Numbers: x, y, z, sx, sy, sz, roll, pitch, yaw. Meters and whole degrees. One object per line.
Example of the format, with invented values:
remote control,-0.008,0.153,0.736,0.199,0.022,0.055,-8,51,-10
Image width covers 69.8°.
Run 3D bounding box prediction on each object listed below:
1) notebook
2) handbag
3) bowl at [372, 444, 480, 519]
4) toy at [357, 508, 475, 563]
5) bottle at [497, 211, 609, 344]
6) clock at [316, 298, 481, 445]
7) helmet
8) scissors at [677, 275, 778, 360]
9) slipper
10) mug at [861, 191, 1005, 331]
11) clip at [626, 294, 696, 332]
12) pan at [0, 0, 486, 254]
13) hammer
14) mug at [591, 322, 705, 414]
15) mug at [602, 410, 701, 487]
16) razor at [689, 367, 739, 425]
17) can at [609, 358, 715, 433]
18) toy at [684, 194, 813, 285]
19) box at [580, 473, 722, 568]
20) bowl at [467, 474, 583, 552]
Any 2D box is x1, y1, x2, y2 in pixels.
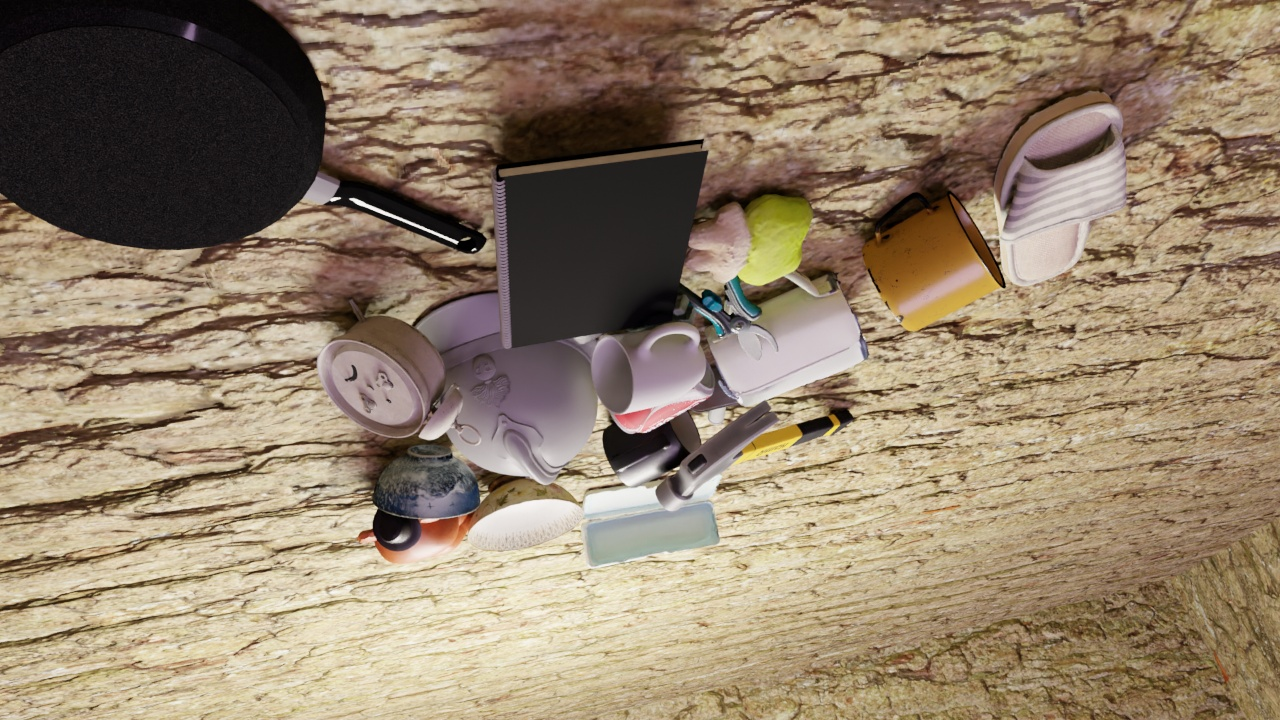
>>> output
notebook,-0.036,-0.081,0.703,0.149,0.016,0.207,-10,150,-12
handbag,0.136,-0.033,0.907,0.151,0.074,0.176,-22,140,11
bowl,-0.228,0.125,0.991,0.114,0.061,0.114,7,-171,-1
toy,-0.257,0.192,1.066,0.112,0.096,0.176,-18,-178,3
bottle,-0.059,-0.080,0.757,0.084,0.046,0.174,-25,149,15
clock,-0.200,0.021,0.792,0.157,0.061,0.104,37,134,-5
helmet,-0.116,0.055,0.884,0.183,0.117,0.271,-19,148,6
scissors,0.075,-0.056,0.849,0.155,0.019,0.125,10,129,-9
slipper,0.393,-0.144,0.866,0.114,0.054,0.273,-15,151,9
mug,0.260,-0.096,0.843,0.094,0.100,0.123,-31,118,27
clip,0.014,-0.043,0.851,0.076,0.023,0.042,-5,139,32
pan,-0.244,-0.122,0.604,0.205,0.044,0.355,-36,144,30
hammer,0.165,0.092,1.085,0.323,0.034,0.170,-8,149,-49
mug,0.019,-0.003,0.824,0.089,0.071,0.107,-10,153,-33
mug,0.007,0.095,1.032,0.088,0.078,0.113,-28,178,21
razor,0.091,0.047,1.052,0.088,0.047,0.116,-13,158,-6
can,0.021,0.031,0.964,0.105,0.064,0.064,-32,147,25
toy,0.091,-0.102,0.790,0.117,0.043,0.092,-10,139,-18
box,0.018,0.219,1.274,0.197,0.074,0.126,-8,130,-17
bowl,-0.146,0.177,1.128,0.145,0.063,0.145,-13,150,-8
